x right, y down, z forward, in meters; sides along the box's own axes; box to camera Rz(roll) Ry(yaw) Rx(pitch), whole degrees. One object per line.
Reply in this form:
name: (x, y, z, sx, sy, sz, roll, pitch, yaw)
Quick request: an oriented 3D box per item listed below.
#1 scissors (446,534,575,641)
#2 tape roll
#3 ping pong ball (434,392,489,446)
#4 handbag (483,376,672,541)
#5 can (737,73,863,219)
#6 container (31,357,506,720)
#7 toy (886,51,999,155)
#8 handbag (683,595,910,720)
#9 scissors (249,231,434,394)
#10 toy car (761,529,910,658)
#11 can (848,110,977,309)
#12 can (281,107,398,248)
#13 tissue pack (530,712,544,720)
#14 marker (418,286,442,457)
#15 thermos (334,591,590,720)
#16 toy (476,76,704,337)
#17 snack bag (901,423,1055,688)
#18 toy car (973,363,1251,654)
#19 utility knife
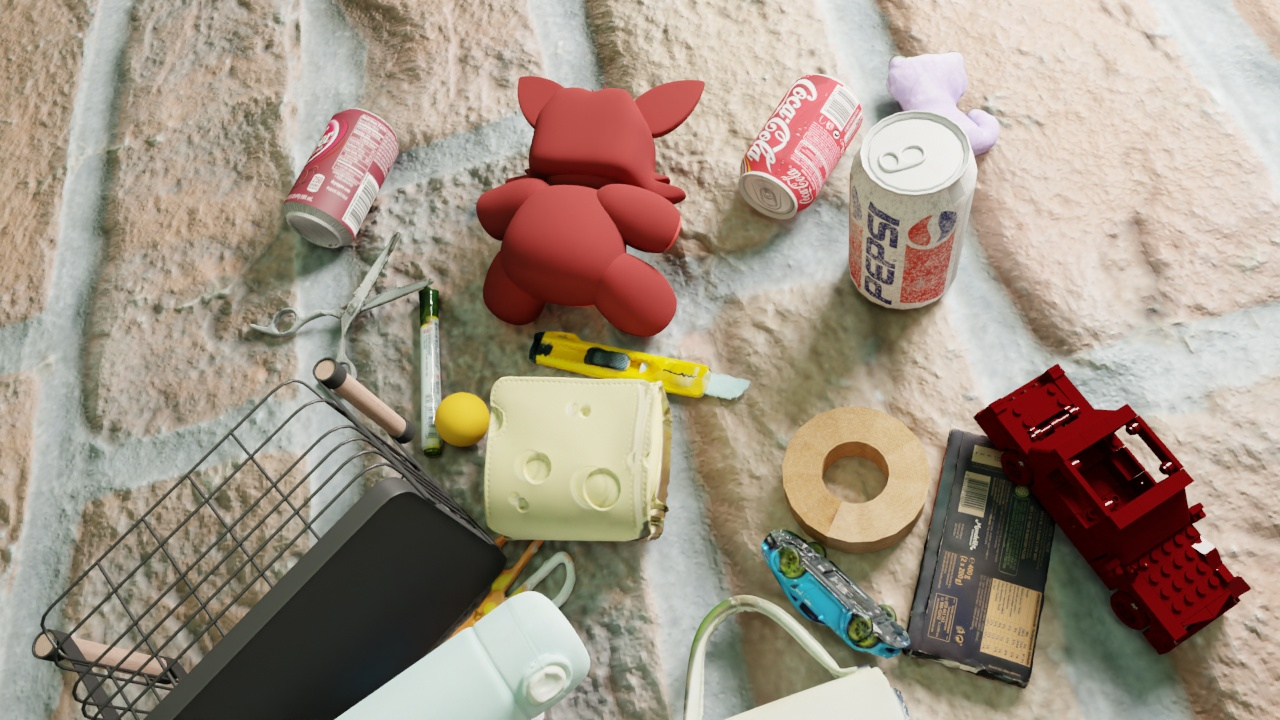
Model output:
scissors: (-0.096, 0.175, 0.621, 0.073, 0.012, 0.131, 29, 72, 25)
tape roll: (0.142, 0.078, 0.607, 0.094, 0.027, 0.093, -5, 63, 10)
ping pong ball: (-0.132, 0.044, 0.679, 0.040, 0.040, 0.040, -5, 62, 10)
handbag: (-0.039, 0.067, 0.623, 0.119, 0.081, 0.111, 0, 66, 9)
can: (0.124, -0.166, 0.715, 0.064, 0.064, 0.104, 26, 72, 23)
container: (-0.221, 0.140, 0.574, 0.130, 0.163, 0.241, 38, 79, 29)
toy: (0.239, -0.201, 0.725, 0.080, 0.036, 0.099, -3, 67, 0)
handbag: (0.077, 0.218, 0.525, 0.151, 0.074, 0.175, -20, 60, 2)
scissors: (-0.250, -0.041, 0.757, 0.172, 0.014, 0.141, 2, 73, 19)
toy car: (0.116, 0.146, 0.566, 0.105, 0.048, 0.032, 40, 106, 31)
can: (0.182, -0.099, 0.626, 0.078, 0.136, 0.078, -5, 62, 10)
can: (-0.259, -0.158, 0.797, 0.063, 0.063, 0.114, 12, 67, 18)
tissue pack: (-0.122, 0.298, 0.535, 0.117, 0.066, 0.209, 0, 62, 11)
marker: (-0.165, 0.007, 0.718, 0.017, 0.017, 0.146, -12, 61, 6)
thermos: (-0.125, 0.209, 0.512, 0.206, 0.065, 0.078, -33, 18, -13)
toy: (-0.040, -0.124, 0.701, 0.158, 0.120, 0.197, 6, 75, 18)
snack bag: (0.217, 0.119, 0.575, 0.075, 0.018, 0.155, 13, 68, 18)
toy car: (0.280, 0.081, 0.543, 0.070, 0.062, 0.169, -28, 69, -11)
utility knife: (-0.004, 0.004, 0.687, 0.175, 0.017, 0.030, 12, 76, 15)
